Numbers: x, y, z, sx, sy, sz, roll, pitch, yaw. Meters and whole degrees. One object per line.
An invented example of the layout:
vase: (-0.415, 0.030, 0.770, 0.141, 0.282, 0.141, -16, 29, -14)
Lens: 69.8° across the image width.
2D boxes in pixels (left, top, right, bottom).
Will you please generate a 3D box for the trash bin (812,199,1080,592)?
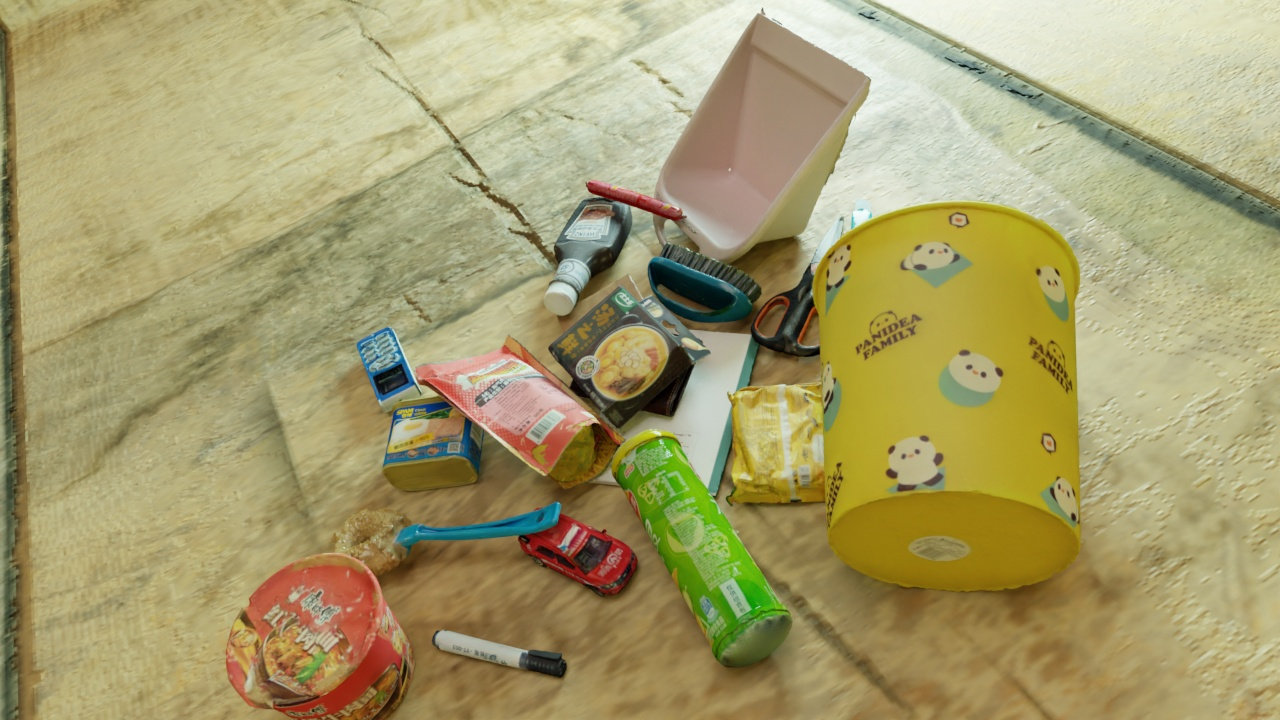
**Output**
trash bin: (0.254, 0.038, 0.764, 0.230, 0.230, 0.254, -1, 55, 16)

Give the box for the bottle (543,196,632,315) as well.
bottle: (-0.068, -0.129, 1.111, 0.080, 0.044, 0.194, 4, 44, 19)

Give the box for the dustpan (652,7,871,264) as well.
dustpan: (0.115, -0.243, 1.066, 0.138, 0.274, 0.222, -10, 38, -27)

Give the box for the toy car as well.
toy car: (-0.060, 0.175, 0.851, 0.121, 0.045, 0.052, 19, 58, 28)

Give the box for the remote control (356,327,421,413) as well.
remote control: (-0.298, 0.010, 1.086, 0.049, 0.024, 0.125, -28, 46, -8)

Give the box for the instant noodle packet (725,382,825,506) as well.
instant noodle packet: (0.136, 0.080, 0.874, 0.111, 0.044, 0.128, -5, 50, 12)

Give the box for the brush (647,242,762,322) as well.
brush: (0.063, -0.080, 1.034, 0.144, 0.055, 0.073, 26, 69, 33)

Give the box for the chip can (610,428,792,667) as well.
chip can: (0.050, 0.160, 0.801, 0.072, 0.073, 0.221, -27, 50, -8)

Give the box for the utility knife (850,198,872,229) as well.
utility knife: (0.251, -0.130, 1.049, 0.029, 0.013, 0.170, 0, 49, 15)

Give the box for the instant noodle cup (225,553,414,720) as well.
instant noodle cup: (-0.268, 0.253, 0.799, 0.138, 0.109, 0.137, -9, 48, 10)

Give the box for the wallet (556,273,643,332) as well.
wallet: (-0.036, -0.040, 1.041, 0.101, 0.020, 0.115, -30, 44, 2)

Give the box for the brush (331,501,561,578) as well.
brush: (-0.190, 0.166, 0.875, 0.255, 0.046, 0.083, -12, 37, 19)

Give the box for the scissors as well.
scissors: (0.180, -0.096, 1.029, 0.125, 0.022, 0.234, 1, 49, 7)

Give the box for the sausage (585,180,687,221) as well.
sausage: (-0.007, -0.198, 1.128, 0.156, 0.020, 0.020, 23, 59, 28)

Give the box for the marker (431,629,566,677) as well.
marker: (-0.126, 0.257, 0.812, 0.131, 0.022, 0.018, 6, 8, 21)

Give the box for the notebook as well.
notebook: (0.033, 0.046, 0.958, 0.150, 0.012, 0.208, 5, 51, 21)

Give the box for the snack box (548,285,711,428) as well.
snack box: (-0.013, -0.010, 0.949, 0.125, 0.053, 0.113, -42, 53, -2)

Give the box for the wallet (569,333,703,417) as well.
wallet: (-0.006, 0.006, 0.974, 0.122, 0.020, 0.096, 12, 64, 25)

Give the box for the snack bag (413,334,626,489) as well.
snack bag: (-0.122, 0.044, 0.935, 0.128, 0.073, 0.208, -23, 44, -40)

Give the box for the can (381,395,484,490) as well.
can: (-0.217, 0.087, 0.970, 0.102, 0.057, 0.083, -8, 49, 10)
